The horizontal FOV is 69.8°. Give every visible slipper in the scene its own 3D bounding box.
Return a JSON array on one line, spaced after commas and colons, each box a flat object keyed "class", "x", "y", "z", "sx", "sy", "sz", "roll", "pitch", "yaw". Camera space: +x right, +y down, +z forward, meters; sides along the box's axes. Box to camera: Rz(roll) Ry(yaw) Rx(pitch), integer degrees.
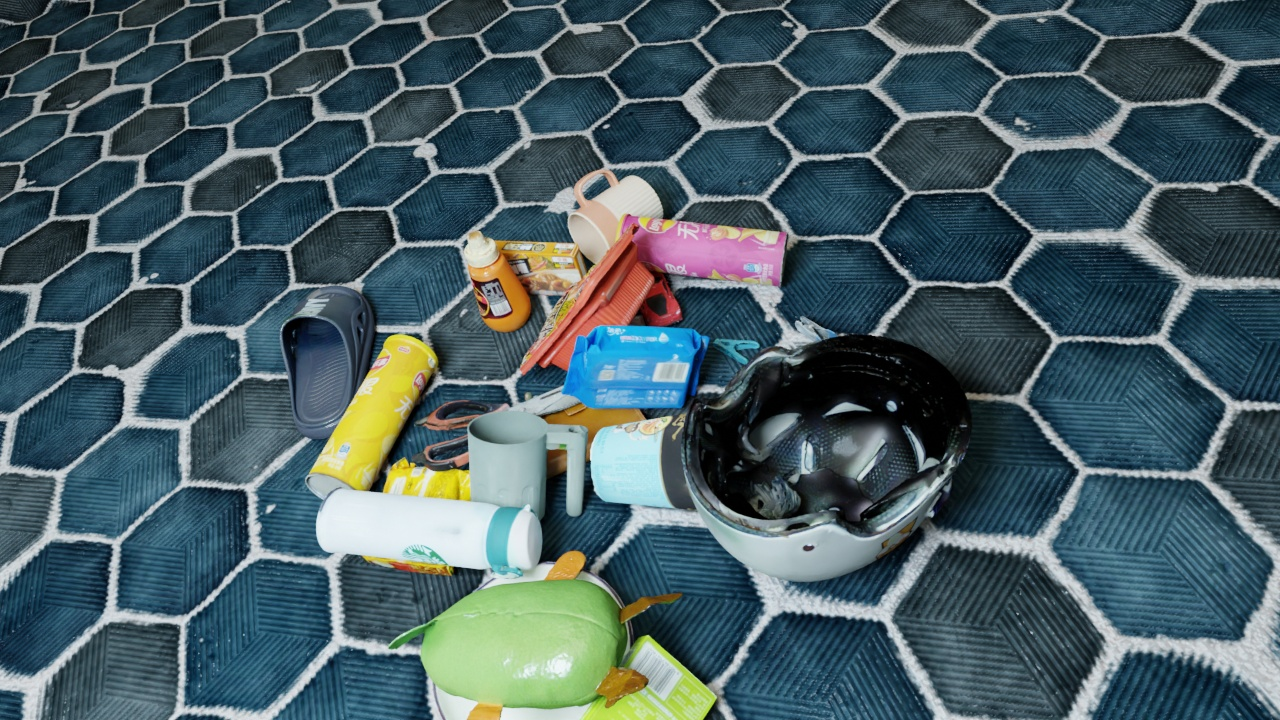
[{"class": "slipper", "x": -0.411, "y": -0.021, "z": 1.194, "sx": 0.110, "sy": 0.083, "sz": 0.267, "roll": -15, "pitch": 48, "yaw": -1}]

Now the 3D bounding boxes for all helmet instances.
[{"class": "helmet", "x": 0.171, "y": 0.106, "z": 0.867, "sx": 0.273, "sy": 0.157, "sz": 0.230, "roll": -29, "pitch": 47, "yaw": -28}]

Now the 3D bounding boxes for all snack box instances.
[{"class": "snack box", "x": -0.011, "y": 0.322, "z": 0.777, "sx": 0.086, "sy": 0.026, "sz": 0.156, "roll": 41, "pitch": 63, "yaw": -1}, {"class": "snack box", "x": -0.146, "y": -0.122, "z": 1.215, "sx": 0.154, "sy": 0.075, "sz": 0.026, "roll": 4, "pitch": 49, "yaw": 19}]

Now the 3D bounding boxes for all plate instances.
[{"class": "plate", "x": -0.097, "y": 0.282, "z": 0.859, "sx": 0.192, "sy": 0.039, "sz": 0.192, "roll": -8, "pitch": 47, "yaw": 9}]

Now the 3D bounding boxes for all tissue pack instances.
[{"class": "tissue pack", "x": -0.006, "y": 0.006, "z": 1.018, "sx": 0.157, "sy": 0.095, "sz": 0.052, "roll": 1, "pitch": 43, "yaw": -15}]

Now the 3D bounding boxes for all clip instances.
[{"class": "clip", "x": 0.203, "y": -0.033, "z": 1.074, "sx": 0.042, "sy": 0.026, "sz": 0.058, "roll": -38, "pitch": 49, "yaw": -9}, {"class": "clip", "x": 0.111, "y": -0.015, "z": 1.090, "sx": 0.054, "sy": 0.013, "sz": 0.032, "roll": 19, "pitch": 55, "yaw": 26}]

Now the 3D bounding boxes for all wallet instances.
[{"class": "wallet", "x": -0.070, "y": 0.069, "z": 1.055, "sx": 0.130, "sy": 0.035, "sz": 0.119, "roll": -24, "pitch": 50, "yaw": -10}]

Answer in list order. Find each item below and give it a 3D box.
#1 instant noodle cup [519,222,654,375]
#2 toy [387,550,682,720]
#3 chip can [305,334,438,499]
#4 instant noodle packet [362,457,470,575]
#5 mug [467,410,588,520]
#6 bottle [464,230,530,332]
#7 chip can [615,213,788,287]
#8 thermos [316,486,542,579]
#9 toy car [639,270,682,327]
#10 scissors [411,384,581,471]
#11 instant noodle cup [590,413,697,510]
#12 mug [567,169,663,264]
[{"class": "instant noodle cup", "x": -0.054, "y": -0.061, "z": 1.085, "sx": 0.079, "sy": 0.189, "sz": 0.164, "roll": 37, "pitch": 47, "yaw": -7}, {"class": "toy", "x": -0.088, "y": 0.246, "z": 0.794, "sx": 0.247, "sy": 0.090, "sz": 0.226, "roll": -6, "pitch": 28, "yaw": 24}, {"class": "chip can", "x": -0.316, "y": 0.069, "z": 1.092, "sx": 0.072, "sy": 0.072, "sz": 0.212, "roll": 5, "pitch": 51, "yaw": 20}, {"class": "instant noodle packet", "x": -0.234, "y": 0.168, "z": 0.998, "sx": 0.111, "sy": 0.044, "sz": 0.128, "roll": 5, "pitch": 53, "yaw": 11}, {"class": "mug", "x": -0.119, "y": 0.116, "z": 0.962, "sx": 0.124, "sy": 0.103, "sz": 0.083, "roll": 3, "pitch": 21, "yaw": -2}, {"class": "bottle", "x": -0.186, "y": -0.103, "z": 1.158, "sx": 0.067, "sy": 0.150, "sz": 0.066, "roll": -8, "pitch": 47, "yaw": 8}, {"class": "chip can", "x": 0.077, "y": -0.139, "z": 1.154, "sx": 0.211, "sy": 0.071, "sz": 0.071, "roll": 8, "pitch": 51, "yaw": 12}, {"class": "thermos", "x": -0.208, "y": 0.172, "z": 0.917, "sx": 0.224, "sy": 0.073, "sz": 0.073, "roll": 3, "pitch": 50, "yaw": 15}, {"class": "toy car", "x": 0.017, "y": -0.081, "z": 1.166, "sx": 0.049, "sy": 0.031, "sz": 0.106, "roll": -19, "pitch": 44, "yaw": -4}, {"class": "scissors", "x": -0.156, "y": 0.059, "z": 1.048, "sx": 0.206, "sy": 0.015, "sz": 0.201, "roll": 12, "pitch": 47, "yaw": 27}, {"class": "instant noodle cup", "x": 0.015, "y": 0.106, "z": 0.949, "sx": 0.121, "sy": 0.111, "sz": 0.111, "roll": -4, "pitch": 47, "yaw": 21}, {"class": "mug", "x": -0.040, "y": -0.203, "z": 1.237, "sx": 0.105, "sy": 0.114, "sz": 0.082, "roll": -40, "pitch": 23, "yaw": -24}]
